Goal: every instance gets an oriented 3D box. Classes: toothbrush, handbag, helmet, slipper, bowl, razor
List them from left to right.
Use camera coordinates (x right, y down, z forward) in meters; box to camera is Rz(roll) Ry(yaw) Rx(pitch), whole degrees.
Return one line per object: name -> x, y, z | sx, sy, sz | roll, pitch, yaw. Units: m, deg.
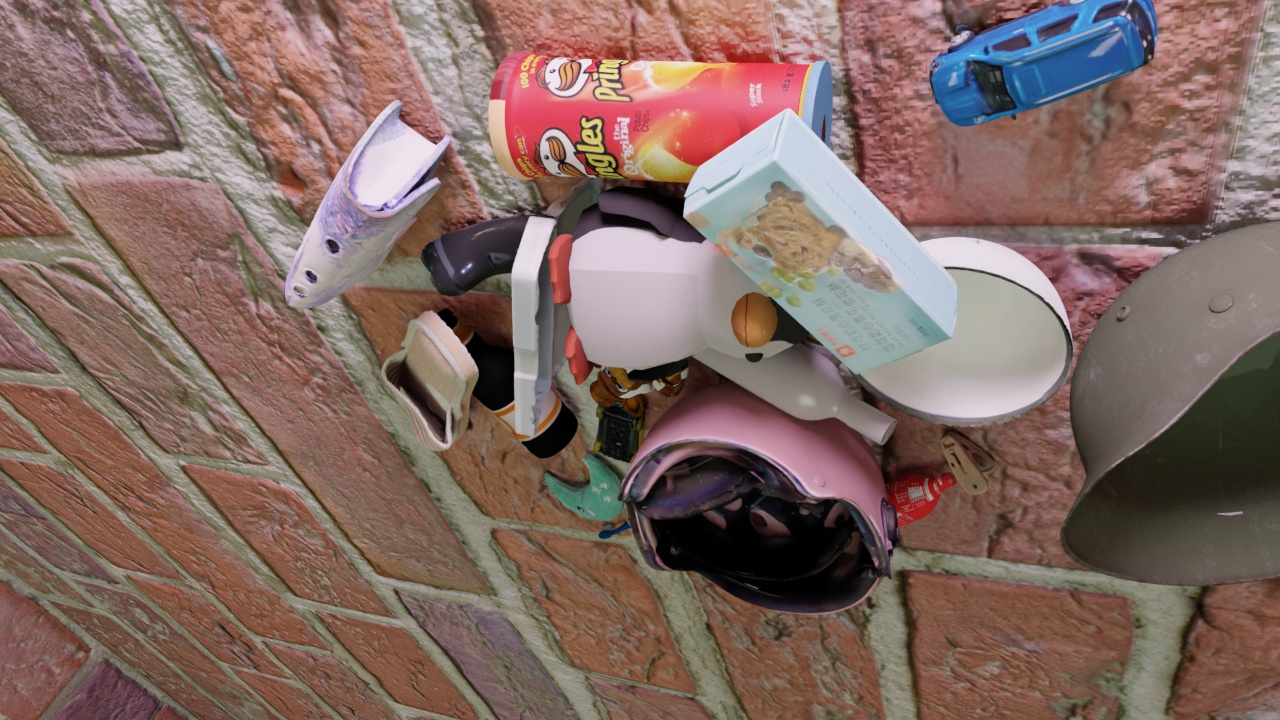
handbag -> -0.223, -0.117, 0.743 | 0.069, 0.126, 0.159 | 36, 138, -17
slipper -> -0.212, 0.032, 0.910 | 0.115, 0.052, 0.264 | 51, 154, 5
razor -> -0.123, -0.089, 0.773 | 0.141, 0.063, 0.053 | -10, 132, 30
toothbrush -> -0.002, 0.186, 1.062 | 0.021, 0.017, 0.135 | 41, 136, -25
helmet -> 0.110, 0.116, 0.815 | 0.231, 0.152, 0.255 | -16, 128, 35
bowl -> 0.225, -0.029, 0.655 | 0.153, 0.072, 0.154 | 15, 141, 12
helmet -> 0.370, 0.010, 0.555 | 0.227, 0.153, 0.269 | 12, 142, -13

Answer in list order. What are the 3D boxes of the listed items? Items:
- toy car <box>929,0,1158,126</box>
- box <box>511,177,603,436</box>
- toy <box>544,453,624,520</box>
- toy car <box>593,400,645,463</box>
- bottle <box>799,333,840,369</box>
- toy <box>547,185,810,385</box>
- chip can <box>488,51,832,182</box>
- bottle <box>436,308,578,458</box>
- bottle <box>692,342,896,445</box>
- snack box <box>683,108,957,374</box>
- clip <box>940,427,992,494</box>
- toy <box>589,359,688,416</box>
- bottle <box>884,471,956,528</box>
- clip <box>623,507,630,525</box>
toy car -> 0.224, -0.170, 0.519 | 0.120, 0.043, 0.056 | -12, 129, 37
box -> -0.072, -0.042, 0.742 | 0.044, 0.135, 0.198 | 20, 141, 9
toy -> -0.059, 0.148, 1.035 | 0.085, 0.033, 0.105 | 49, 137, -12
toy car -> -0.020, 0.068, 0.924 | 0.049, 0.030, 0.107 | 19, 143, 8
bottle -> 0.145, -0.027, 0.722 | 0.043, 0.043, 0.111 | 14, 141, 12
toy -> 0.045, -0.060, 0.673 | 0.184, 0.139, 0.159 | 3, 128, 15
chip can -> 0.013, -0.158, 0.609 | 0.213, 0.086, 0.087 | 7, 138, 19
bottle -> -0.138, 0.019, 0.906 | 0.059, 0.059, 0.181 | -16, 126, 39
bottle -> 0.108, 0.007, 0.716 | 0.195, 0.052, 0.053 | 32, 147, 28
snack box -> 0.113, -0.067, 0.562 | 0.174, 0.053, 0.075 | 39, 140, -24
clip -> 0.278, 0.087, 0.788 | 0.049, 0.061, 0.026 | 17, 151, -37
toy -> -0.005, 0.005, 0.819 | 0.113, 0.067, 0.087 | -39, 86, 35
bottle -> 0.238, 0.135, 0.858 | 0.042, 0.041, 0.142 | 34, 140, -12
clip -> -0.001, 0.166, 1.021 | 0.061, 0.049, 0.026 | -36, 77, 17
